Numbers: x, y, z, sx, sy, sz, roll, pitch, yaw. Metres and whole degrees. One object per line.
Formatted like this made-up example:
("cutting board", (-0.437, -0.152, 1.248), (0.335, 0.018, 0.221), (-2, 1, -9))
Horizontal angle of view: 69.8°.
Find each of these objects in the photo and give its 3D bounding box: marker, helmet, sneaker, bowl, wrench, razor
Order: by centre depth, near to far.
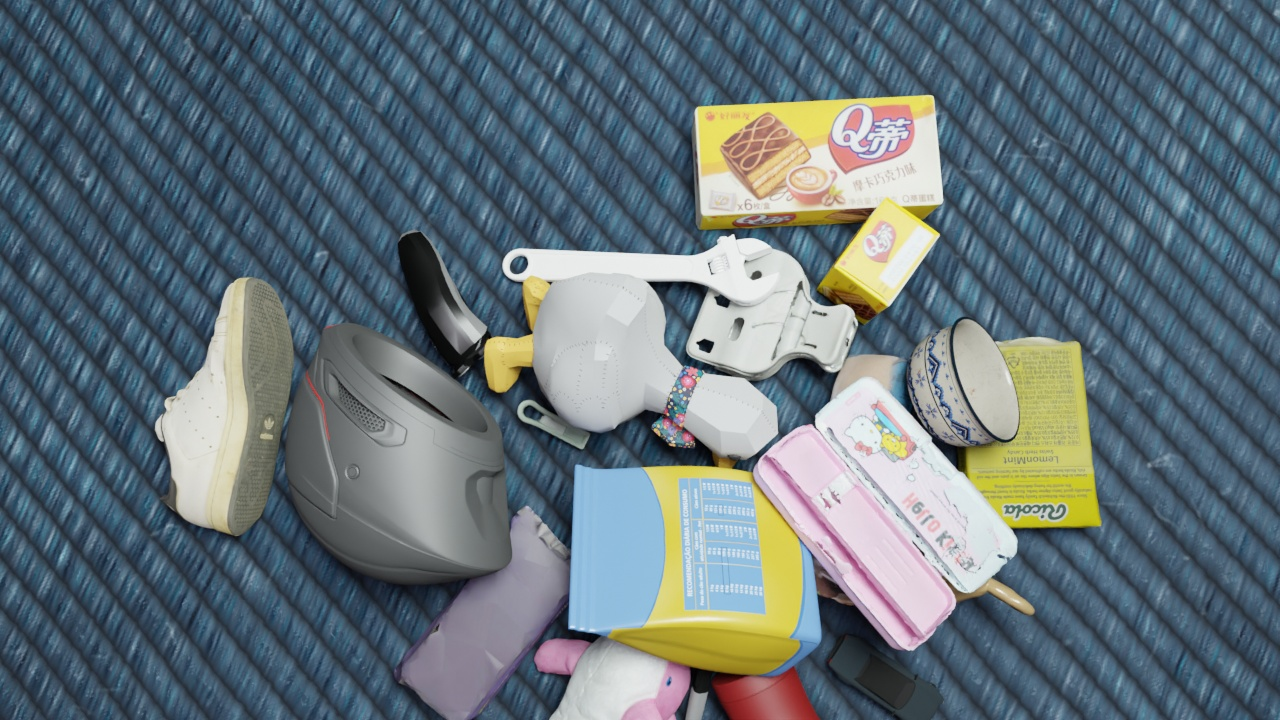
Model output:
("helmet", (-0.220, 0.102, 0.818), (0.265, 0.164, 0.170), (36, 98, 18))
("bowl", (0.282, 0.025, 0.819), (0.059, 0.115, 0.115), (-25, 83, 40))
("marker", (0.049, 0.324, 0.846), (0.016, 0.022, 0.139), (19, 108, 27))
("sneaker", (-0.402, 0.040, 0.871), (0.102, 0.089, 0.241), (7, 89, 9))
("wrench", (-0.003, -0.089, 0.880), (0.273, 0.018, 0.066), (3, 77, 14))
("razor", (-0.195, -0.061, 0.889), (0.057, 0.060, 0.156), (-38, 82, 23))

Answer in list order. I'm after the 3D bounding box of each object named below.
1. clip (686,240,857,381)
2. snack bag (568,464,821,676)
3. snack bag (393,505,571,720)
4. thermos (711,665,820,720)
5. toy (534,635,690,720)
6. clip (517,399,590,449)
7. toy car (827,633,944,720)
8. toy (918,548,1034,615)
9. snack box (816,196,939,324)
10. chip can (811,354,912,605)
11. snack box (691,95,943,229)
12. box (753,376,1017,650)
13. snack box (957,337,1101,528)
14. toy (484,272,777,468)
("clip", (0.134, -0.036, 0.883), (0.151, 0.091, 0.125), (20, 86, 10))
("snack bag", (0.039, 0.173, 0.788), (0.205, 0.103, 0.158), (13, 48, -16))
("snack bag", (-0.135, 0.243, 0.858), (0.096, 0.058, 0.205), (38, 87, 4))
("thermos", (0.133, 0.373, 0.837), (0.108, 0.083, 0.198), (-30, 82, 29))
("toy", (-0.022, 0.337, 0.833), (0.128, 0.187, 0.265), (38, 83, -37))
("clip", (-0.085, 0.062, 0.889), (0.074, 0.035, 0.023), (28, 84, -3))
("toy car", (0.230, 0.301, 0.861), (0.112, 0.034, 0.046), (34, 86, 3))
("toy", (0.269, 0.202, 0.840), (0.108, 0.105, 0.134), (-41, 80, 12))
("snack box", (0.220, -0.091, 0.861), (0.061, 0.106, 0.083), (36, 85, 5))
("chip can", (0.199, 0.107, 0.860), (0.080, 0.080, 0.229), (14, 85, 2))
("snack box", (0.168, -0.192, 0.893), (0.230, 0.062, 0.110), (-3, 84, 1))
("box", (0.209, 0.129, 0.794), (0.154, 0.045, 0.201), (-34, 79, -23))
("snack box", (0.364, 0.070, 0.877), (0.121, 0.045, 0.180), (-2, 82, 3))
("toy", (-0.005, 0.005, 0.821), (0.268, 0.247, 0.140), (18, 63, 20))
